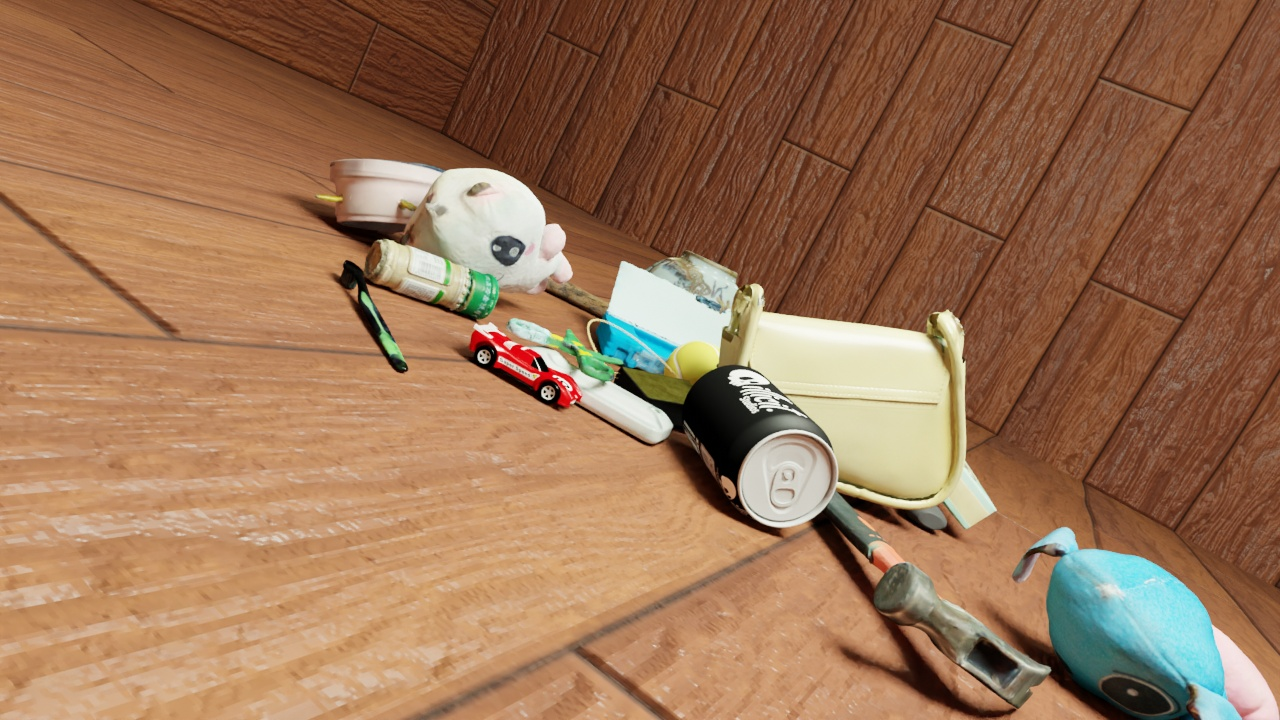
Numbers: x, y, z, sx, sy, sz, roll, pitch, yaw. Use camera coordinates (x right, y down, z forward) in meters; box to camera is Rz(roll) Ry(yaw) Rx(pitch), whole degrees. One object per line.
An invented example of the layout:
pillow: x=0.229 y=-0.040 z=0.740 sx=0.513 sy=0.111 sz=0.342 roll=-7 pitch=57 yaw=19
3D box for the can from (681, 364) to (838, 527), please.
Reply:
can: x=0.084 y=0.059 z=0.676 sx=0.080 sy=0.080 sz=0.146 roll=24 pitch=10 yaw=-17

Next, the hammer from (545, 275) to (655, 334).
hammer: x=0.000 y=-0.044 z=1.158 sx=0.330 sy=0.033 sz=0.120 roll=26 pitch=6 yaw=-7

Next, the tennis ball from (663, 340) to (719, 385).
tennis ball: x=0.055 y=0.014 z=0.880 sx=0.065 sy=0.065 sz=0.065 roll=26 pitch=10 yaw=-5

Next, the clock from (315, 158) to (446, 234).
clock: x=-0.241 y=-0.159 z=0.917 sx=0.117 sy=0.059 sz=0.158 roll=4 pitch=1 yaw=9

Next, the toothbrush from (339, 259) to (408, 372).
toothbrush: x=-0.188 y=-0.032 z=0.639 sx=0.014 sy=0.017 sz=0.188 roll=16 pitch=18 yaw=-34

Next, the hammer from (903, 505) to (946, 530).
hammer: x=0.286 y=0.126 z=1.025 sx=0.125 sy=0.029 sz=0.310 roll=26 pitch=10 yaw=-3

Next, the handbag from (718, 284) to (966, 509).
handbag: x=0.177 y=0.032 z=0.824 sx=0.233 sy=0.191 sz=0.088 roll=8 pitch=18 yaw=-6

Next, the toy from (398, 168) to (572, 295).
toy: x=-0.136 y=-0.107 z=0.855 sx=0.179 sy=0.139 sz=0.101 roll=33 pitch=37 yaw=-49

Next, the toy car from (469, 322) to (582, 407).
toy car: x=-0.084 y=0.004 z=0.675 sx=0.089 sy=0.025 sz=0.038 roll=29 pitch=10 yaw=9

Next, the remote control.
remote control: x=-0.036 y=0.023 z=0.713 sx=0.133 sy=0.022 sz=0.050 roll=29 pitch=10 yaw=12

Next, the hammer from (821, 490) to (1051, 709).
hammer: x=0.161 y=0.127 z=0.633 sx=0.133 sy=0.033 sz=0.333 roll=37 pitch=4 yaw=-12

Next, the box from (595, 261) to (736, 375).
box: x=0.069 y=-0.001 z=1.003 sx=0.243 sy=0.060 sz=0.175 roll=24 pitch=32 yaw=-14

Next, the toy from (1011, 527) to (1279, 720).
toy: x=0.363 y=0.211 z=0.634 sx=0.191 sy=0.099 sz=0.224 roll=35 pitch=13 yaw=-28

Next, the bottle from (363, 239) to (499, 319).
bottle: x=-0.174 y=-0.067 z=0.767 sx=0.109 sy=0.043 sz=0.042 roll=18 pitch=13 yaw=-36

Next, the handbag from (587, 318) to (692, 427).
handbag: x=-0.004 y=0.005 z=0.832 sx=0.084 sy=0.027 sz=0.178 roll=12 pitch=22 yaw=-32

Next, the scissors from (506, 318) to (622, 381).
scissors: x=-0.060 y=-0.012 z=0.732 sx=0.123 sy=0.011 sz=0.127 roll=25 pitch=9 yaw=-15

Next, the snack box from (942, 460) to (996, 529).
snack box: x=0.304 y=0.084 z=0.985 sx=0.141 sy=0.044 sz=0.193 roll=52 pitch=13 yaw=-3

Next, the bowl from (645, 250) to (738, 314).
bowl: x=0.067 y=-0.079 z=1.130 sx=0.160 sy=0.094 sz=0.160 roll=25 pitch=7 yaw=-3

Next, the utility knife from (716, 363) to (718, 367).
utility knife: x=0.125 y=0.044 z=0.891 sx=0.174 sy=0.028 sz=0.020 roll=40 pitch=-5 yaw=-37
